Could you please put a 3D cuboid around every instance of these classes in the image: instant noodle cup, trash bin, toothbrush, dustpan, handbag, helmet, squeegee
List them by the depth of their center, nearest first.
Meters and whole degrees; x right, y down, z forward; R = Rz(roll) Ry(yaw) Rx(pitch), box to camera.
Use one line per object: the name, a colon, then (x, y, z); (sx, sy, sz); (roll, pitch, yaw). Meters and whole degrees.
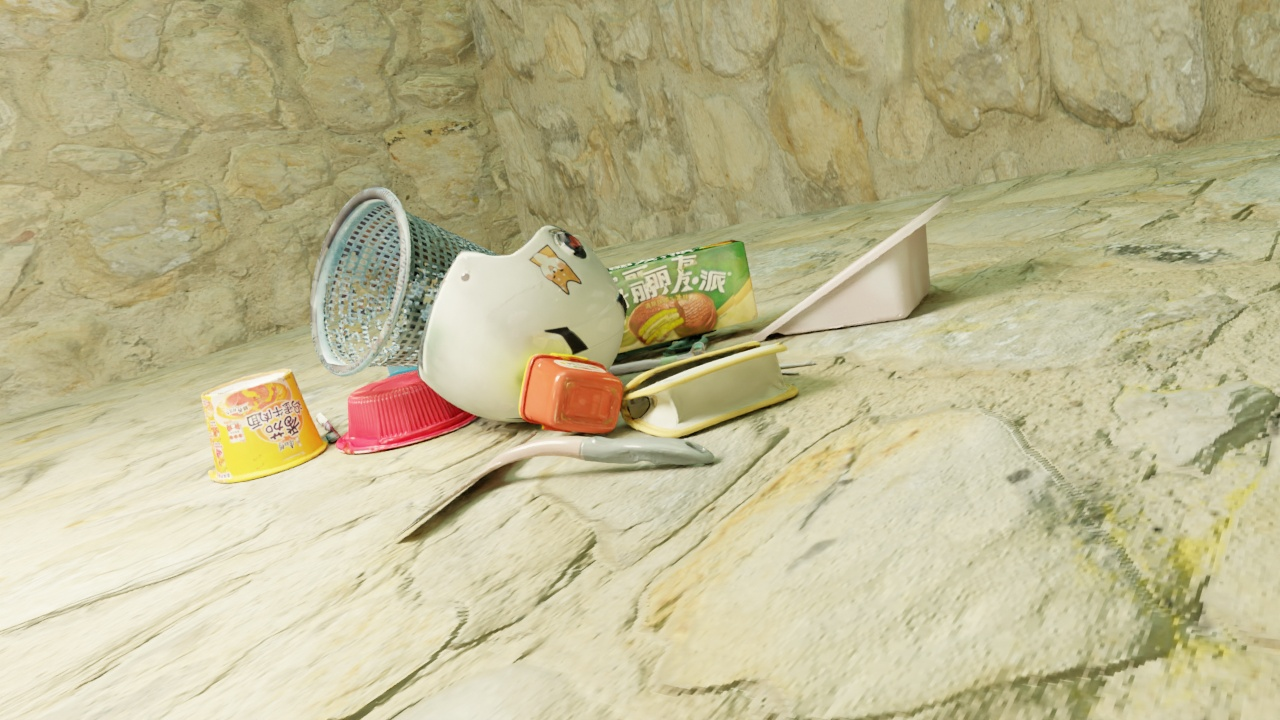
squeegee: (-0.055, 0.086, 0.823); (0.250, 0.040, 0.247); (-8, 11, 21)
handbag: (0.055, 0.023, 0.967); (0.163, 0.063, 0.179); (-16, 8, -25)
helmet: (-0.112, -0.022, 1.058); (0.273, 0.231, 0.157); (-16, 50, -46)
trash bin: (-0.267, -0.079, 1.136); (0.194, 0.226, 0.227); (12, -9, -43)
instant noodle cup: (-0.476, 0.078, 1.147); (0.138, 0.110, 0.138); (-13, 12, 3)
instant noodle cup: (-0.298, 0.056, 1.170); (0.194, 0.066, 0.193); (-12, 10, 2)
toothbrush: (-0.007, 0.007, 1.206); (0.189, 0.029, 0.021); (-12, -29, 14)
dustpan: (0.292, -0.132, 1.248); (0.274, 0.139, 0.222); (-6, 14, 27)
toothbrush: (-0.436, 0.093, 1.269); (0.017, 0.016, 0.188); (-28, 17, -21)

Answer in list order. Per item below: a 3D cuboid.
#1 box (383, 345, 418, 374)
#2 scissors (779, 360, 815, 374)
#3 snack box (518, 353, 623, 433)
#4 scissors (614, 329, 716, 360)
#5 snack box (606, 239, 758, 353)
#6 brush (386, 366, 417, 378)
box: (-0.294, 0.004, 1.364); (0.184, 0.090, 0.059); (-11, 12, 19)
scissors: (0.112, 0.011, 1.072); (0.156, 0.012, 0.165); (-14, 12, -14)
snack box: (-0.069, 0.039, 0.942); (0.091, 0.082, 0.080); (8, 6, -29)
scissors: (0.025, -0.021, 1.310); (0.180, 0.019, 0.170); (-11, 13, 15)
snack box: (0.037, -0.088, 1.284); (0.240, 0.114, 0.063); (-13, 11, -5)
brush: (-0.304, 0.034, 1.305); (0.144, 0.055, 0.073); (-9, 12, 19)
